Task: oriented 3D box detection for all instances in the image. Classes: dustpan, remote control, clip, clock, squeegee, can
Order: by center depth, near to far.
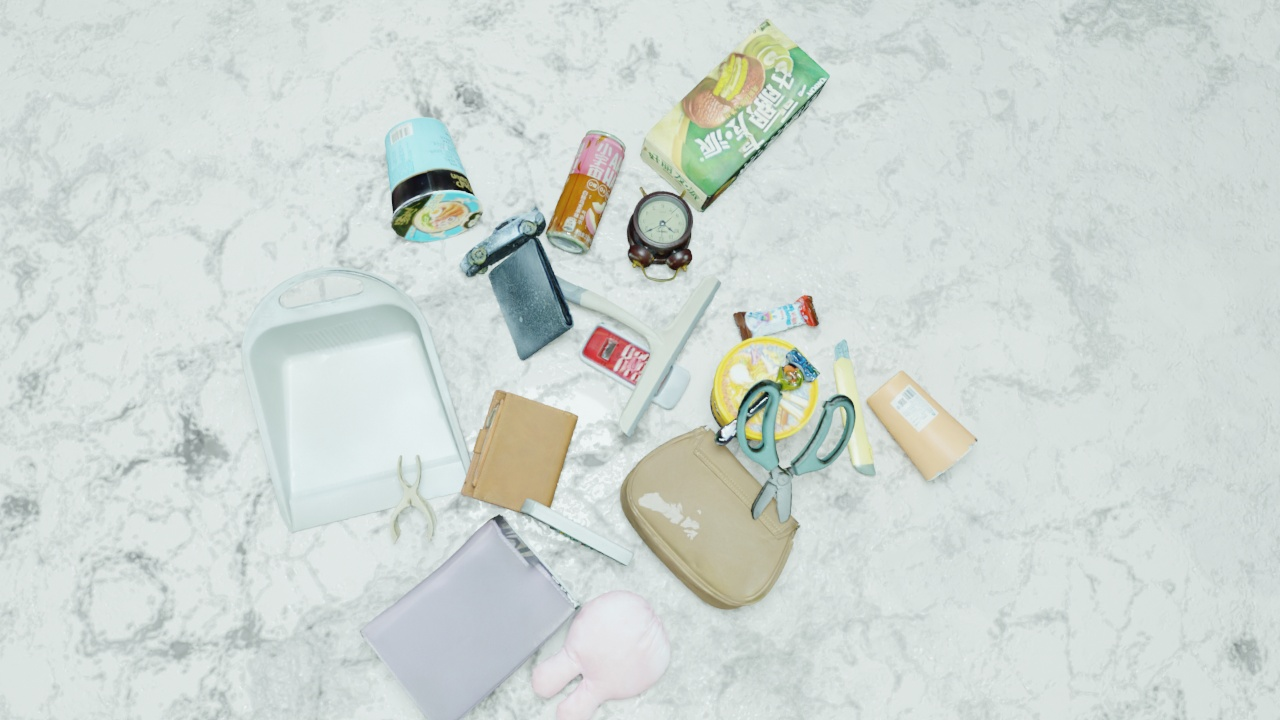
[{"bbox_3d":[-0.326,0.038,1.026,0.222,0.143,0.257,-13,79,-8],"label":"dustpan"},{"bbox_3d":[-0.074,0.195,1.045,0.135,0.056,0.019,30,77,-13],"label":"remote control"},{"bbox_3d":[-0.274,0.164,1.047,0.089,0.035,0.104,-23,99,-2],"label":"clip"},{"bbox_3d":[-0.059,-0.069,1.108,0.246,0.039,0.245,28,63,8],"label":"squeegee"},{"bbox_3d":[-0.007,0.007,1.121,0.136,0.020,0.055,30,77,2],"label":"remote control"},{"bbox_3d":[0.025,-0.154,1.137,0.082,0.055,0.121,4,75,-5],"label":"clock"},{"bbox_3d":[-0.067,-0.209,1.139,0.058,0.058,0.147,20,78,-1],"label":"can"}]

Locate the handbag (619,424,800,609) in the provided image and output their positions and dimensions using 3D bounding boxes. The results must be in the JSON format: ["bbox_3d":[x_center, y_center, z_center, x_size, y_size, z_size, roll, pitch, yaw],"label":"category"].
[{"bbox_3d":[0.078,0.183,1.058,0.147,0.100,0.204,-41,85,-19],"label":"handbag"}]

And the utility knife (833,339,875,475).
[{"bbox_3d":[0.263,0.057,1.137,0.031,0.019,0.175,-5,80,-10],"label":"utility knife"}]

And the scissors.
[{"bbox_3d":[0.177,0.096,1.011,0.176,0.019,0.174,-13,106,-16],"label":"scissors"}]

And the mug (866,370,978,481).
[{"bbox_3d":[0.337,0.076,1.113,0.078,0.078,0.123,-39,80,-11],"label":"mug"}]

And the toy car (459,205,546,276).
[{"bbox_3d":[-0.168,-0.145,1.119,0.120,0.054,0.037,-35,87,-10],"label":"toy car"}]

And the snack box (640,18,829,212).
[{"bbox_3d":[0.120,-0.314,1.174,0.114,0.063,0.239,44,78,3],"label":"snack box"}]

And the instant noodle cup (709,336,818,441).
[{"bbox_3d":[0.137,0.041,1.079,0.118,0.114,0.118,1,79,-5],"label":"instant noodle cup"}]

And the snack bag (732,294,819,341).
[{"bbox_3d":[0.170,-0.051,1.146,0.105,0.026,0.045,-15,84,-6],"label":"snack bag"}]

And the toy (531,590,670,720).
[{"bbox_3d":[-0.044,0.336,1.032,0.159,0.054,0.121,-35,94,-12],"label":"toy"}]

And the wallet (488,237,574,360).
[{"bbox_3d":[-0.134,-0.073,1.095,0.019,0.097,0.121,-11,75,-50],"label":"wallet"}]

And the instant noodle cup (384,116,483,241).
[{"bbox_3d":[-0.257,-0.222,1.108,0.111,0.111,0.120,-15,71,-8],"label":"instant noodle cup"}]

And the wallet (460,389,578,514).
[{"bbox_3d":[-0.141,0.110,1.078,0.107,0.031,0.131,19,78,-12],"label":"wallet"}]

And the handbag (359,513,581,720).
[{"bbox_3d":[-0.183,0.285,1.010,0.196,0.098,0.145,-41,87,-10],"label":"handbag"}]

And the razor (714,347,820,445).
[{"bbox_3d":[0.135,0.043,1.008,0.142,0.022,0.042,-40,82,-11],"label":"razor"}]
